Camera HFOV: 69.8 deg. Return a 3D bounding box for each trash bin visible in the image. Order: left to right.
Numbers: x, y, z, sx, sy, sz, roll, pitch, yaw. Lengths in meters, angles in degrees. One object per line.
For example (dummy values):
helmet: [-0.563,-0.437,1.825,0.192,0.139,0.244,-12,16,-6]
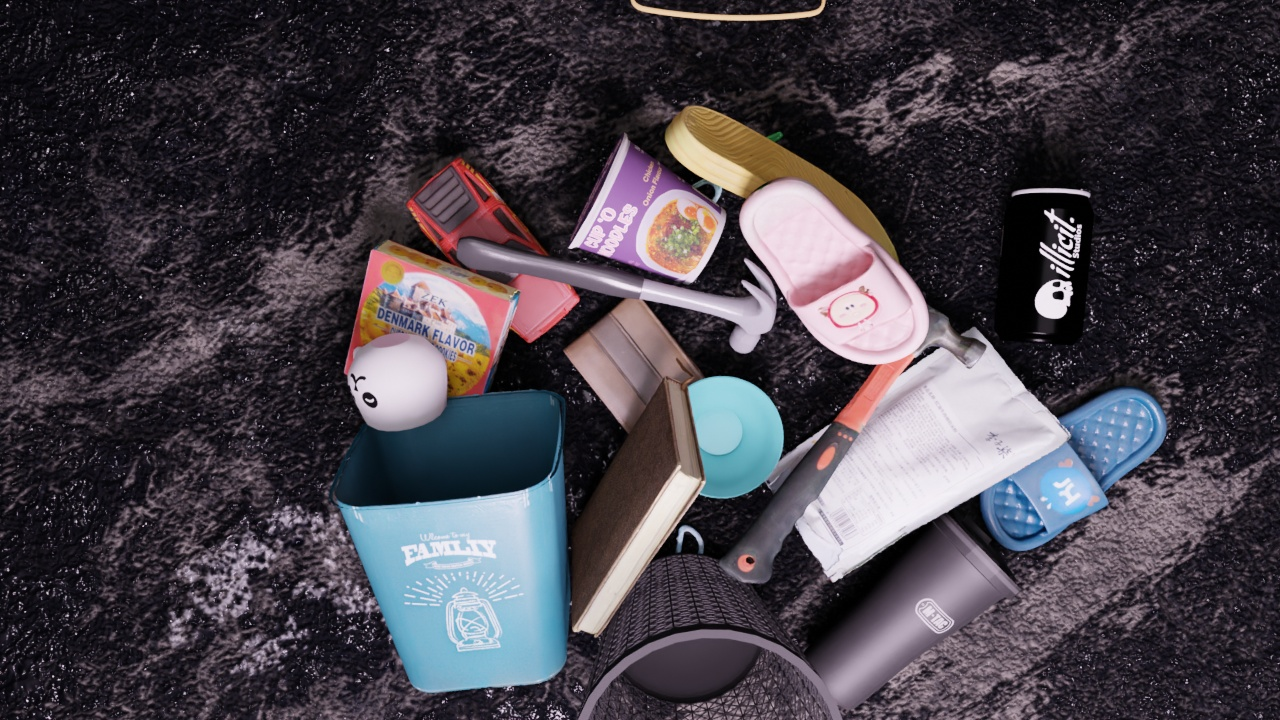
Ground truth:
trash bin: [-0.154,0.169,0.857,0.196,0.199,0.219,-6,114,2]
trash bin: [0.051,0.295,0.839,0.217,0.243,0.217,0,99,-2]

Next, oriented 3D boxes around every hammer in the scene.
hammer: [-0.020,-0.075,0.875,0.311,0.125,0.029,12,62,-4]
hammer: [0.190,0.077,0.890,0.133,0.033,0.332,36,79,12]

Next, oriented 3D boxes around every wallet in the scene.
wallet: [-0.006,0.006,0.938,0.098,0.027,0.121,-39,92,1]

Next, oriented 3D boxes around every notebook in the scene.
notebook: [-0.009,0.122,0.869,0.034,0.189,0.216,22,119,-16]

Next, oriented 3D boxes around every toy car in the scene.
toy car: [-0.147,-0.109,0.920,0.081,0.056,0.189,-40,95,5]

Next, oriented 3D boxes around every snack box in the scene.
snack box: [-0.207,-0.028,0.908,0.142,0.040,0.145,21,116,0]

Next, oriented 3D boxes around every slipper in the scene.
slipper: [0.131,-0.150,0.888,0.263,0.099,0.079,28,133,-17]
slipper: [0.174,-0.075,0.840,0.107,0.055,0.221,-33,114,30]
slipper: [0.434,0.105,0.921,0.214,0.059,0.104,-39,90,2]

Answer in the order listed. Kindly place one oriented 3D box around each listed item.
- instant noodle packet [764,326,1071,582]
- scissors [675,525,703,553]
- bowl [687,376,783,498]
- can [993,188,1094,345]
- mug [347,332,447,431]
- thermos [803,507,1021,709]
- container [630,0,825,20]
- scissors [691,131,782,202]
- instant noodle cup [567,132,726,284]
instant noodle packet: [0.267,0.094,0.918,0.269,0.057,0.146,-33,64,2]
scissors: [0.030,0.230,0.960,0.125,0.013,0.130,17,98,-3]
bowl: [0.081,0.075,0.930,0.121,0.046,0.121,0,94,1]
can: [0.394,-0.090,0.897,0.080,0.080,0.146,4,94,1]
mug: [-0.238,0.013,0.868,0.124,0.090,0.076,15,121,41]
thermos: [0.266,0.250,0.916,0.219,0.105,0.106,-44,92,8]
container: [0.084,-0.402,0.859,0.183,0.129,0.167,2,85,1]
scissors: [0.088,-0.191,0.930,0.129,0.012,0.117,18,96,-2]
instant noodle cup: [0.011,-0.135,0.883,0.122,0.136,0.122,26,103,-10]
